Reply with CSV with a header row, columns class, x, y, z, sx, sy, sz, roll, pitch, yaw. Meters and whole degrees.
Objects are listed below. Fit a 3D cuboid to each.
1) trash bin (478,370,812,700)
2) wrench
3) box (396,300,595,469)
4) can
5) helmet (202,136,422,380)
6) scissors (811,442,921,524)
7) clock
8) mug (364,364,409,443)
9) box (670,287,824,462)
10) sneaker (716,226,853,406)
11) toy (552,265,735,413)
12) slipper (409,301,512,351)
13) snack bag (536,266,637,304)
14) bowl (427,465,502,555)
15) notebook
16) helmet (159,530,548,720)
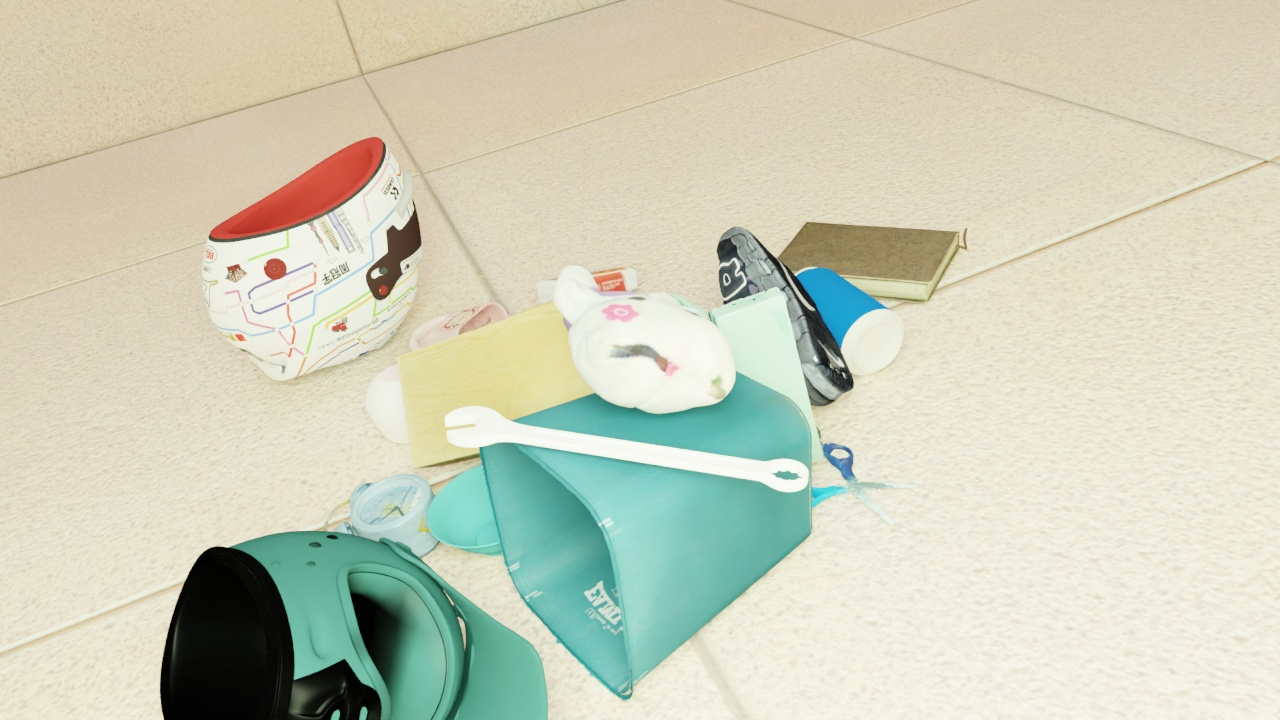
class,x,y,z,sx,sy,sz,roll,pitch,yaw
trash bin,0.014,0.117,0.767,0.218,0.199,0.197,-24,34,-29
wrench,-0.017,0.064,0.663,0.274,0.009,0.047,7,27,14
box,-0.125,0.026,0.926,0.250,0.128,0.091,-16,-12,31
can,0.225,-0.047,1.032,0.079,0.079,0.146,-21,34,-13
helmet,-0.410,-0.118,1.213,0.231,0.236,0.313,18,51,44
scissors,0.196,0.111,0.860,0.127,0.014,0.126,-4,32,16
clock,-0.254,0.157,0.913,0.124,0.052,0.088,-5,35,11
mug,-0.257,0.041,1.068,0.124,0.076,0.090,-16,33,-4
box,0.102,0.017,0.869,0.078,0.187,0.113,-30,28,-19
sneaker,0.115,-0.024,0.993,0.151,0.097,0.252,-39,47,20
toy,-0.009,-0.019,0.743,0.137,0.085,0.209,17,12,-17
slipper,-0.203,-0.039,1.181,0.222,0.056,0.106,2,35,31
snack bag,-0.071,-0.098,1.213,0.115,0.036,0.077,-16,12,-37
bowl,-0.139,0.153,0.884,0.121,0.046,0.121,-9,33,6
notebook,0.299,-0.141,1.193,0.216,0.034,0.189,10,38,31
helmet,-0.205,0.222,0.664,0.275,0.200,0.176,6,79,49
